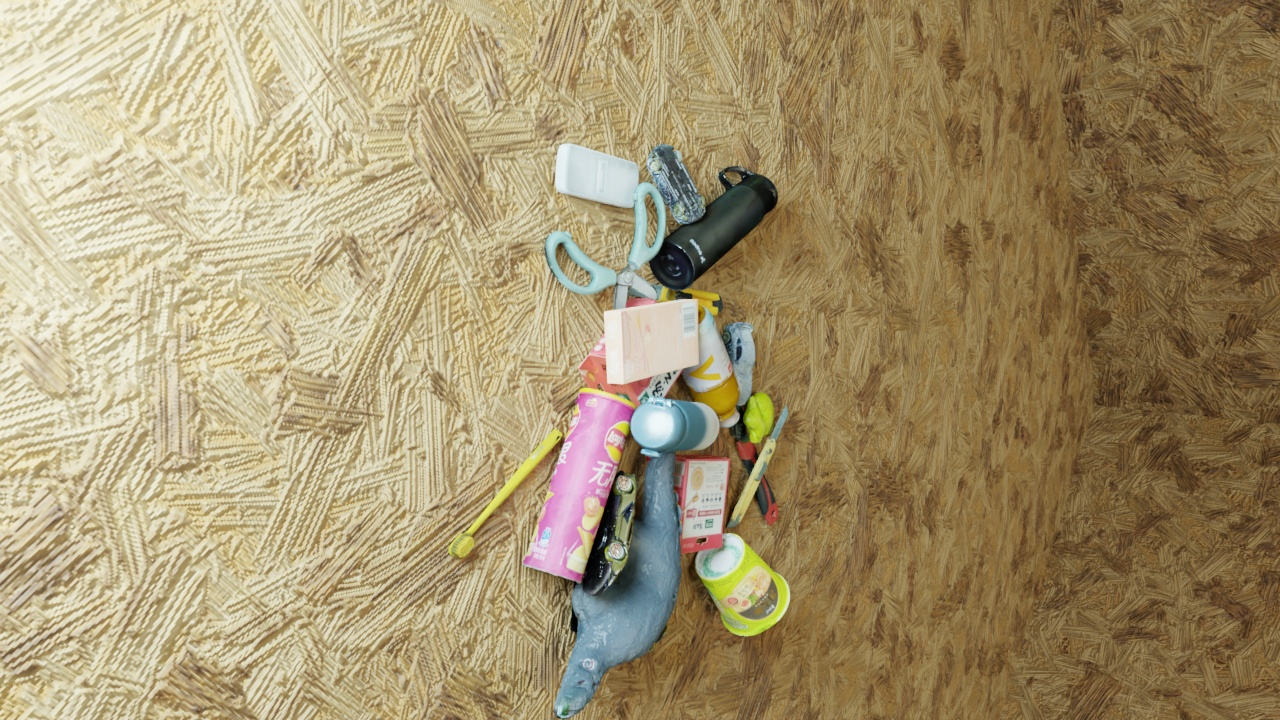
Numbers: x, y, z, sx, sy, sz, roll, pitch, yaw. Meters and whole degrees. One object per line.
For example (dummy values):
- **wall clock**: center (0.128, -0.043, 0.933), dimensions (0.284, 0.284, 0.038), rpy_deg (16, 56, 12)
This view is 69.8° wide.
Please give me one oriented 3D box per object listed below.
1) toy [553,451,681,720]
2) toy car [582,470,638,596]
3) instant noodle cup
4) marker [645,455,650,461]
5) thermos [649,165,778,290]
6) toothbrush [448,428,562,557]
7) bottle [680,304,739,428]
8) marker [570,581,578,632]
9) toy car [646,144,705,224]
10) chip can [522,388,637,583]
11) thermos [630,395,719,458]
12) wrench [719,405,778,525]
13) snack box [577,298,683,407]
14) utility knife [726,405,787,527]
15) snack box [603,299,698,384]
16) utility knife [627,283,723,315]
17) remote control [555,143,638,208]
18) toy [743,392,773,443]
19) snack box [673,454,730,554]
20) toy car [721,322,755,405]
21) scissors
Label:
- **toy**: center (-0.012, 0.279, 1.114), dimensions (0.138, 0.092, 0.355), rpy_deg (61, 43, -39)
- **toy car**: center (-0.036, 0.199, 1.062), dimensions (0.042, 0.070, 0.157), rpy_deg (27, 48, -22)
- **instant noodle cup**: center (0.139, 0.316, 1.321), dimensions (0.123, 0.112, 0.111), rpy_deg (54, 53, -32)
- **marker**: center (0.056, 0.107, 1.246), dimensions (0.144, 0.017, 0.017), rpy_deg (-26, 115, -48)
- **thermos**: center (0.096, -0.186, 1.227), dimensions (0.090, 0.069, 0.241), rpy_deg (50, 47, -4)
- **toothbrush**: center (-0.141, 0.141, 0.991), dimensions (0.189, 0.017, 0.016), rpy_deg (-49, 131, -37)
- **bottle**: center (0.089, 0.013, 1.233), dimensions (0.067, 0.068, 0.190), rpy_deg (-53, 134, -34)
- **marker**: center (-0.072, 0.266, 1.103), dimensions (0.018, 0.015, 0.124), rpy_deg (4, 94, -54)
- **toy car**: center (0.042, -0.221, 1.153), dimensions (0.048, 0.031, 0.105), rpy_deg (-29, 93, -41)
- **chip can**: center (-0.067, 0.141, 1.043), dimensions (0.071, 0.071, 0.210), rpy_deg (35, 67, -49)
- **thermos**: center (0.043, 0.081, 1.117), dimensions (0.220, 0.070, 0.070), rpy_deg (12, 85, -73)
- **wrench**: center (0.167, 0.157, 1.401), dimensions (0.056, 0.016, 0.273), rpy_deg (-52, 133, -30)
- **snack box**: center (-0.007, 0.007, 1.125), dimensions (0.126, 0.044, 0.113), rpy_deg (-55, 135, -32)
- **utility knife**: center (0.179, 0.162, 1.391), dimensions (0.031, 0.021, 0.204), rpy_deg (31, 79, -52)
- **snack box**: center (0.016, -0.025, 1.091), dimensions (0.157, 0.026, 0.084), rpy_deg (-13, 104, -51)
- **utility knife**: center (0.051, -0.082, 1.212), dimensions (0.215, 0.015, 0.033), rpy_deg (4, 89, -53)
- **remote control**: center (-0.048, -0.211, 1.058), dimensions (0.135, 0.020, 0.056), rpy_deg (0, 96, -53)
- **toy**: center (0.180, 0.083, 1.379), dimensions (0.099, 0.031, 0.097), rpy_deg (-64, 144, -48)
- **snack box**: center (0.072, 0.194, 1.256), dimensions (0.113, 0.044, 0.127), rpy_deg (8, 87, -54)
- **toy car**: center (0.143, 0.005, 1.323), dimensions (0.054, 0.037, 0.120), rpy_deg (6, 86, -53)
- **scissors**: center (-0.035, -0.135, 1.059), dimensions (0.169, 0.019, 0.171), rpy_deg (14, 87, -40)
